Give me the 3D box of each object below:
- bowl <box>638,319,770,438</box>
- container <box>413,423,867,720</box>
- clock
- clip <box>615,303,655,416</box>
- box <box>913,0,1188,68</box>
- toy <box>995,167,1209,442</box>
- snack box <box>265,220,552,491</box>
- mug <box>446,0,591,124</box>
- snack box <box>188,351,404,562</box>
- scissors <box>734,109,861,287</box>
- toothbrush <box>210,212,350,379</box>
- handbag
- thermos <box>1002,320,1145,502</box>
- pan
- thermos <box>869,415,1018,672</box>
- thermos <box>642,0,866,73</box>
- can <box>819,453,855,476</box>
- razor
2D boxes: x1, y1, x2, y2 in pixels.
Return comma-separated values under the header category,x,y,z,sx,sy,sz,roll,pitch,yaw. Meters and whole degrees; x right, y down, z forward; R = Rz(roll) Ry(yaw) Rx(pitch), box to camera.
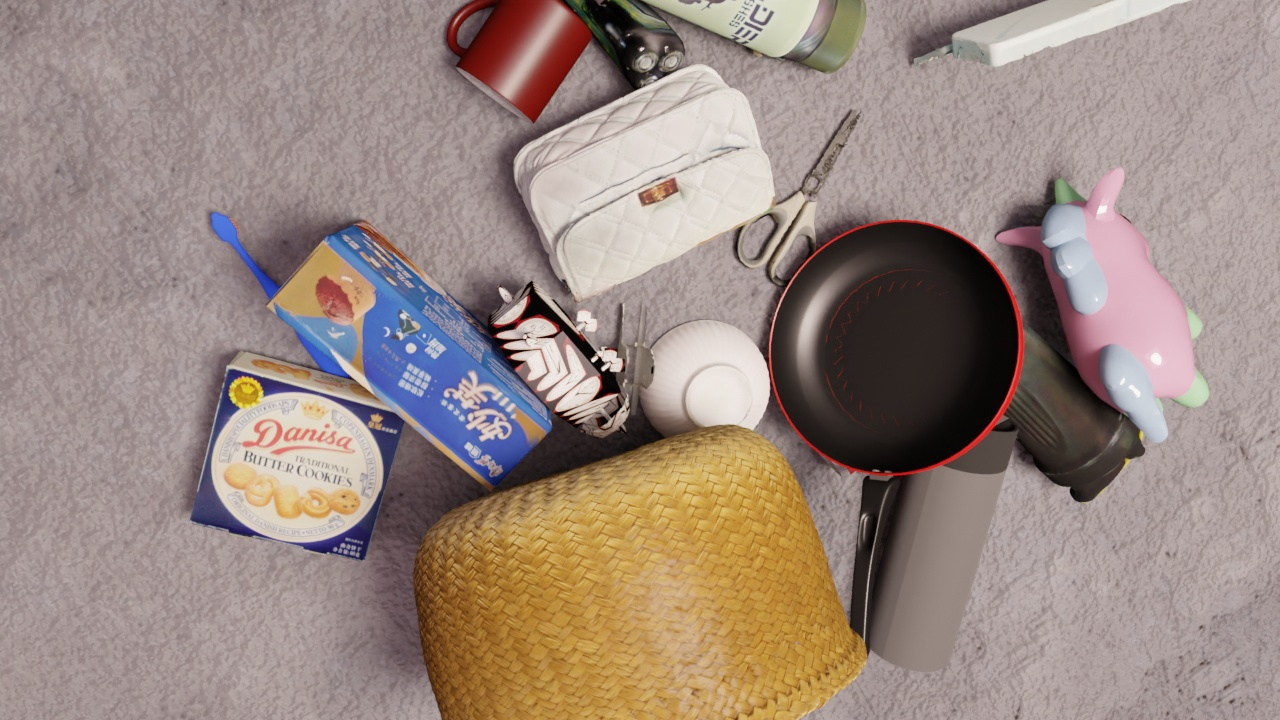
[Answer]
category,x,y,z,sx,sy,sz,roll,pitch,yaw
bowl,0.061,0.027,0.798,0.118,0.062,0.118,-2,101,-9
container,-0.008,0.168,0.688,0.307,0.307,0.196,-15,86,-6
clock,-0.052,0.001,0.740,0.065,0.114,0.154,-39,130,4
clip,0.002,0.004,0.790,0.050,0.058,0.102,0,102,-23
box,0.338,-0.280,0.744,0.197,0.134,0.041,-19,114,-5
toy,0.403,-0.046,0.786,0.171,0.120,0.221,34,49,-21
snack box,-0.166,-0.011,0.706,0.202,0.155,0.069,43,95,-14
mug,-0.103,-0.250,0.719,0.106,0.073,0.082,36,94,15
snack box,-0.280,0.081,0.759,0.144,0.042,0.145,16,104,-12
scissors,0.137,-0.148,0.800,0.121,0.012,0.171,1,104,-11
toothbrush,-0.290,-0.044,0.754,0.016,0.018,0.182,-32,107,2
handbag,0.006,-0.137,0.739,0.195,0.072,0.139,-26,130,-2
thermos,0.359,0.027,0.834,0.221,0.098,0.098,41,92,-9
pan,0.201,0.063,0.755,0.067,0.209,0.356,10,84,-54
thermos,0.267,0.155,0.828,0.082,0.082,0.241,5,109,-10
thermos,0.067,-0.292,0.716,0.231,0.082,0.082,14,99,-23
can,0.204,0.057,0.832,0.096,0.054,0.054,-40,104,0
razor,-0.030,-0.278,0.722,0.151,0.067,0.054,44,111,-9
